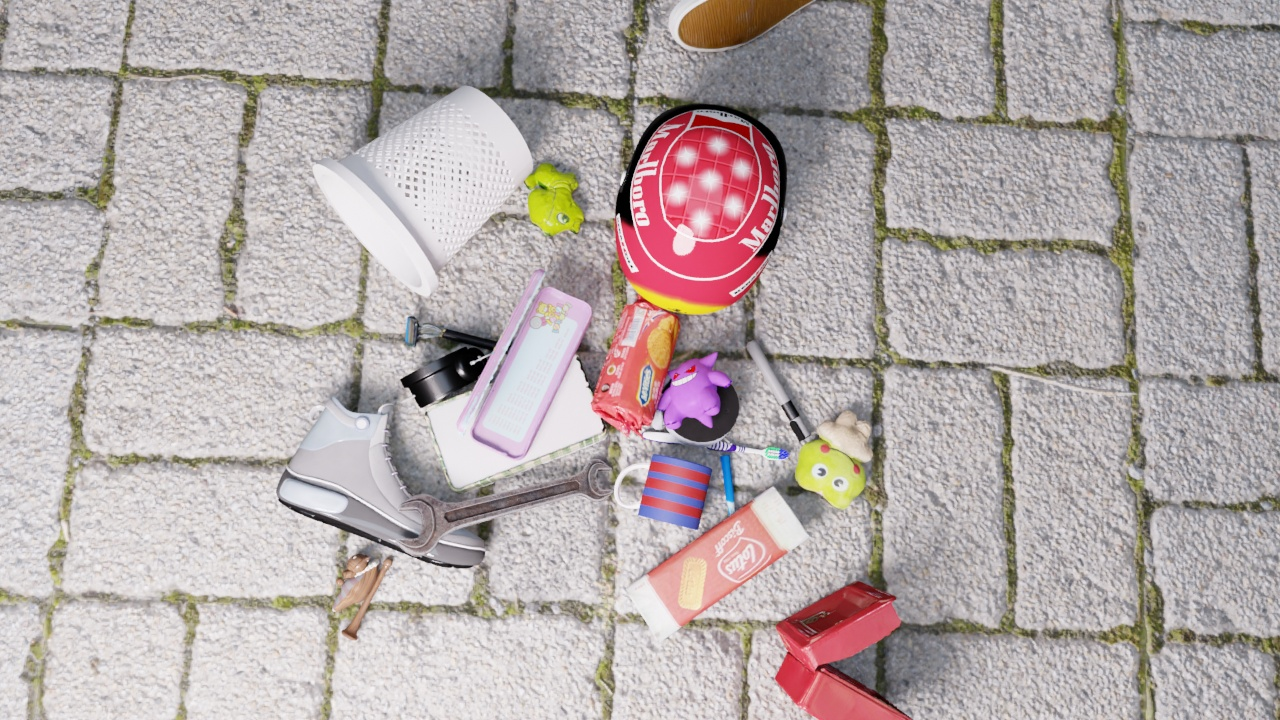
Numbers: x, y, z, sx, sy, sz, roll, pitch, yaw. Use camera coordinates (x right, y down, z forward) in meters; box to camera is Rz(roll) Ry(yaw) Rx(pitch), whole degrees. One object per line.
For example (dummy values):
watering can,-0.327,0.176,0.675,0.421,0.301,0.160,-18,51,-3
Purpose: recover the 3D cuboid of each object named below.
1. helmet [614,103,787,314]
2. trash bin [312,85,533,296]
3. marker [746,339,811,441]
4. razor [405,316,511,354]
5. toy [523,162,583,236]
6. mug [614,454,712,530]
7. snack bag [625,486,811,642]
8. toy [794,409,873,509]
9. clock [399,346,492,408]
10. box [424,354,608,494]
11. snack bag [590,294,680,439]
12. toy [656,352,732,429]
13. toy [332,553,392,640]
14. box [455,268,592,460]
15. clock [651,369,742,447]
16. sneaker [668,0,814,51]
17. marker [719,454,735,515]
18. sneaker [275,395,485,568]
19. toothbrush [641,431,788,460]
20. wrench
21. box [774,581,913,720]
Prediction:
helmet,0.073,-0.191,1.089,0.197,0.225,0.270,13,82,-1
trash bin,-0.247,-0.216,1.106,0.195,0.196,0.199,44,72,4
marker,0.174,0.037,1.163,0.016,0.016,0.140,-29,84,-7
razor,-0.222,-0.026,1.153,0.144,0.022,0.043,12,123,-5
toy,-0.111,-0.206,1.177,0.094,0.036,0.093,26,73,0
mug,0.024,0.155,1.114,0.112,0.075,0.076,12,81,16
snack bag,0.094,0.245,1.107,0.225,0.041,0.077,-35,81,0
toy,0.247,0.119,1.141,0.092,0.043,0.117,31,80,3
clock,-0.230,0.016,1.110,0.121,0.091,0.042,-27,94,3
box,-0.151,0.077,1.127,0.205,0.050,0.117,-22,79,-7
snack bag,-0.007,0.006,1.114,0.082,0.082,0.176,18,65,0
toy,0.065,0.036,1.094,0.106,0.056,0.088,-22,58,29
toy,-0.338,0.275,1.092,0.055,0.042,0.101,32,72,-20
box,-0.136,0.003,1.070,0.089,0.093,0.214,24,79,4
clock,0.062,0.057,1.137,0.122,0.035,0.094,14,70,4
sneaker,0.150,-0.518,1.213,0.294,0.121,0.127,-31,62,-9
marker,0.113,0.188,1.139,0.013,0.013,0.141,-5,82,-4
sneaker,-0.289,0.142,1.097,0.256,0.093,0.160,20,73,-1
toothbrush,0.094,0.106,1.149,0.186,0.016,0.015,8,77,-2
wrench,-0.155,0.168,1.082,0.272,0.010,0.070,-11,67,-25
box,0.236,0.365,1.049,0.152,0.157,0.165,-22,85,-4
